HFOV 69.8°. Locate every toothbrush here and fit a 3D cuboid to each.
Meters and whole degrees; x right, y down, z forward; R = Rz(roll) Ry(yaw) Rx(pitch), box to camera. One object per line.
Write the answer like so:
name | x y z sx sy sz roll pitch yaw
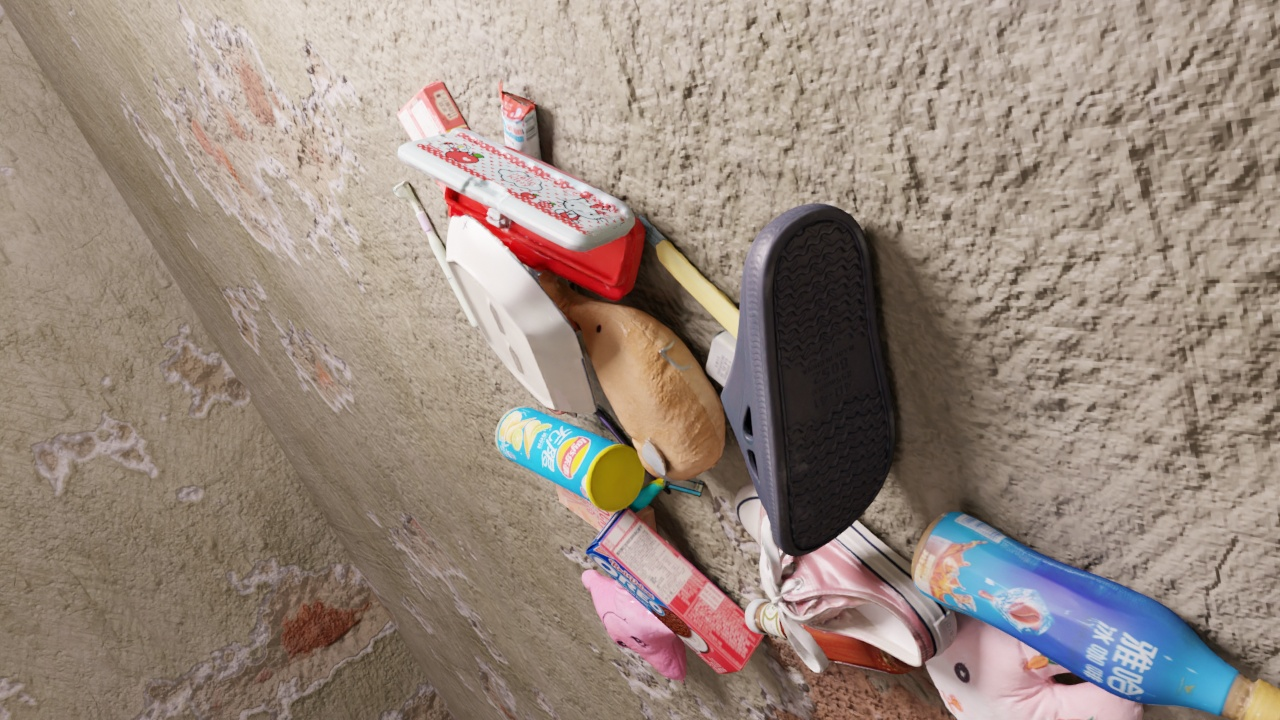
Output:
toothbrush | -0.030 0.071 0.987 0.189 0.016 0.014 48 154 4
toothbrush | -0.233 -0.120 1.067 0.020 0.029 0.189 -20 111 17

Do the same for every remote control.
remote control | 0.104 0.028 0.734 0.125 0.024 0.049 40 148 23

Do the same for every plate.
plate | -0.112 -0.028 0.839 0.162 0.034 0.266 43 165 20

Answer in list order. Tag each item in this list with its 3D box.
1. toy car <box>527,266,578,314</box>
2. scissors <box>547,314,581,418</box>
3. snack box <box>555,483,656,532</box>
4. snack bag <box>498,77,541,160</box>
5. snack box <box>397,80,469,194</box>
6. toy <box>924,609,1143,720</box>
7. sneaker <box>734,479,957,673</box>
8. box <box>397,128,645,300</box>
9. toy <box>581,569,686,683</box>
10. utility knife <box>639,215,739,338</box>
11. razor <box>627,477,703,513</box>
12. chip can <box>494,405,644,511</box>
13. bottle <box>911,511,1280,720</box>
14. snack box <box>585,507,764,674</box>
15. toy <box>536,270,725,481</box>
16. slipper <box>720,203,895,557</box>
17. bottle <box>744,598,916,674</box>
toy car | -0.088 -0.088 0.875 0.042 0.035 0.090 7 121 51
scissors | -0.125 -0.036 0.984 0.225 0.015 0.189 18 126 43
snack box | -0.044 0.172 1.094 0.157 0.026 0.085 30 143 36
snack bag | -0.103 -0.193 0.796 0.045 0.026 0.105 30 147 23
snack box | -0.180 -0.192 0.907 0.075 0.025 0.153 -10 113 57
toy | 0.278 0.234 0.675 0.121 0.054 0.160 59 144 6
sneaker | 0.139 0.172 0.746 0.241 0.087 0.118 34 145 53
box | -0.103 -0.115 0.760 0.201 0.100 0.095 28 125 23
toy | 0.009 0.321 1.126 0.178 0.074 0.195 54 150 -1
utility knife | 0.054 -0.052 0.728 0.178 0.019 0.031 43 145 16
razor | 0.017 0.140 0.961 0.043 0.028 0.133 15 153 -21
chip can | -0.085 0.105 1.025 0.210 0.071 0.071 15 133 53
bottle | 0.283 0.167 0.583 0.219 0.065 0.065 24 139 40
snack box | 0.037 0.250 1.000 0.207 0.058 0.057 42 151 -1
toy | -0.005 0.005 0.808 0.226 0.082 0.144 59 150 -5
slipper | 0.112 0.013 0.644 0.083 0.110 0.268 39 145 54
bottle | 0.167 0.242 0.836 0.060 0.059 0.207 59 151 -9
